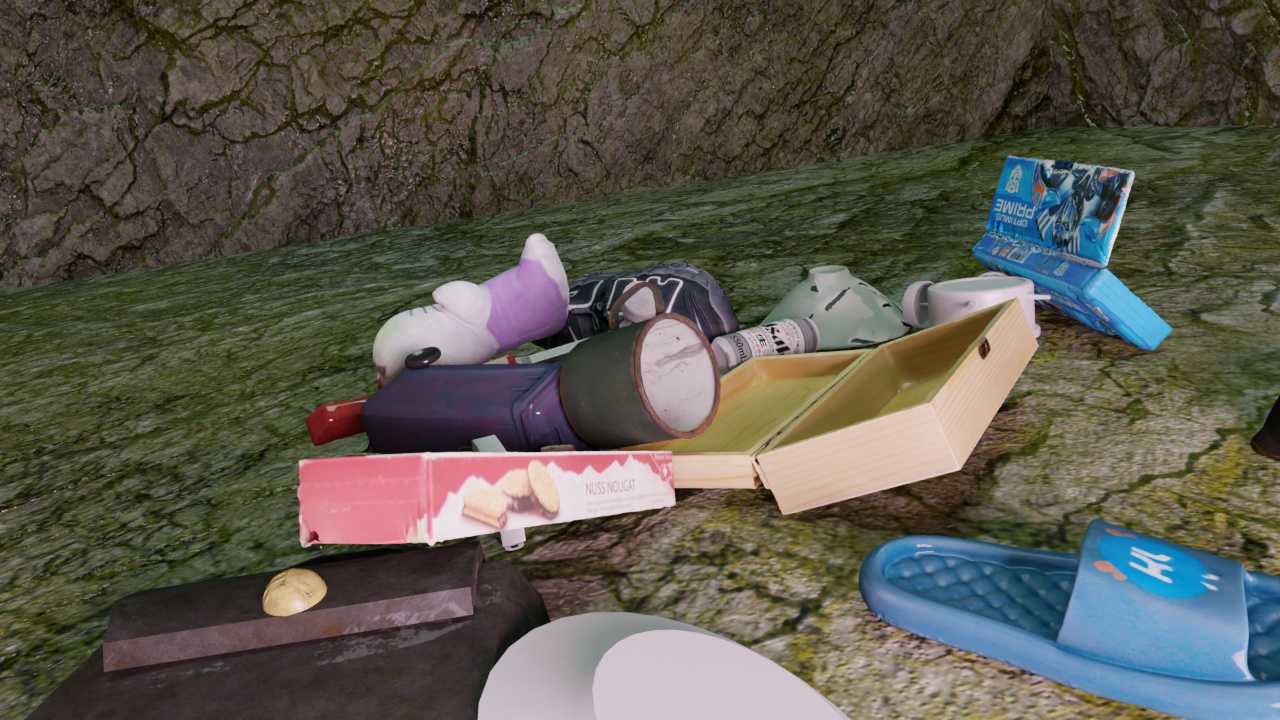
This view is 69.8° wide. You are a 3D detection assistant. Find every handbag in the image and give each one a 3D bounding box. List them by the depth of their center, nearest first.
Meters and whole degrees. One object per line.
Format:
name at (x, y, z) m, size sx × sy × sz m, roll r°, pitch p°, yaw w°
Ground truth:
handbag at (-0.135, 0.133, 0.391) m, size 0.197 × 0.102 × 0.199 m, roll -8°, pitch 16°, yaw -3°

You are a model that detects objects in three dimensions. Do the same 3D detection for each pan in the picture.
pan at (0.498, 0.053, 0.496) m, size 0.249 × 0.043 × 0.355 m, roll -2°, pitch 17°, yaw 18°

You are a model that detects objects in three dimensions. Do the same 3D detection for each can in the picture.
can at (0.119, -0.012, 0.885) m, size 0.106 × 0.044 × 0.044 m, roll -15°, pitch 18°, yaw -26°

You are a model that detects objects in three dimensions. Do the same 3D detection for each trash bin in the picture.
trash bin at (-0.116, 0.050, 0.690) m, size 0.161 × 0.094 × 0.092 m, roll -1°, pitch 27°, yaw 26°

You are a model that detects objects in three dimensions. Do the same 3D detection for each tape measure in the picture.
tape measure at (-0.094, 0.086, 0.607) m, size 0.016 × 0.064 × 0.065 m, roll -13°, pitch 24°, yaw -19°

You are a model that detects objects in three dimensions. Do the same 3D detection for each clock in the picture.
clock at (0.328, -0.050, 0.910) m, size 0.120 × 0.061 × 0.159 m, roll -8°, pitch 11°, yaw -4°

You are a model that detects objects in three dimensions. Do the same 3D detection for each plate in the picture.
plate at (0.031, 0.136, 0.314) m, size 0.173 × 0.019 × 0.172 m, roll 21°, pitch 17°, yaw -7°

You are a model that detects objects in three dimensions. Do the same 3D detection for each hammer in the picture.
hammer at (-0.133, 0.016, 0.813) m, size 0.315 × 0.036 × 0.126 m, roll -18°, pitch -25°, yaw -21°

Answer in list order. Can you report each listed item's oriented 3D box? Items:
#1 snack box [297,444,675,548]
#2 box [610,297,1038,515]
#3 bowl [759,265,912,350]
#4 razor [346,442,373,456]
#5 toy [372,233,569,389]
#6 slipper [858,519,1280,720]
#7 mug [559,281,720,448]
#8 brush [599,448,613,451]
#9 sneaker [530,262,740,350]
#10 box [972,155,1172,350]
snack box at (-0.064, 0.068, 0.510) m, size 0.077 × 0.044 × 0.272 m, roll -5°, pitch -6°, yaw 24°
box at (0.141, 0.031, 0.684) m, size 0.258 × 0.076 × 0.246 m, roll -6°, pitch 13°, yaw 36°
bowl at (0.206, -0.067, 0.994) m, size 0.174 × 0.068 × 0.174 m, roll -9°, pitch 17°, yaw 3°
razor at (-0.218, 0.070, 0.796) m, size 0.044 × 0.018 × 0.140 m, roll -1°, pitch 17°, yaw 22°
toy at (-0.157, -0.025, 0.873) m, size 0.209 × 0.085 × 0.138 m, roll -33°, pitch -15°, yaw -10°
slipper at (0.207, 0.105, 0.423) m, size 0.214 × 0.059 × 0.103 m, roll 3°, pitch 17°, yaw 36°
mug at (-0.004, 0.003, 0.636) m, size 0.081 × 0.111 × 0.084 m, roll -14°, pitch -11°, yaw 42°
brush at (-0.044, 0.053, 0.741) m, size 0.117 × 0.039 × 0.049 m, roll 3°, pitch 20°, yaw 35°
sneaker at (-0.025, -0.035, 0.954) m, size 0.253 × 0.097 × 0.150 m, roll 8°, pitch 28°, yaw 45°
box at (0.399, -0.106, 0.893) m, size 0.075 × 0.167 × 0.243 m, roll -20°, pitch 16°, yaw 2°
